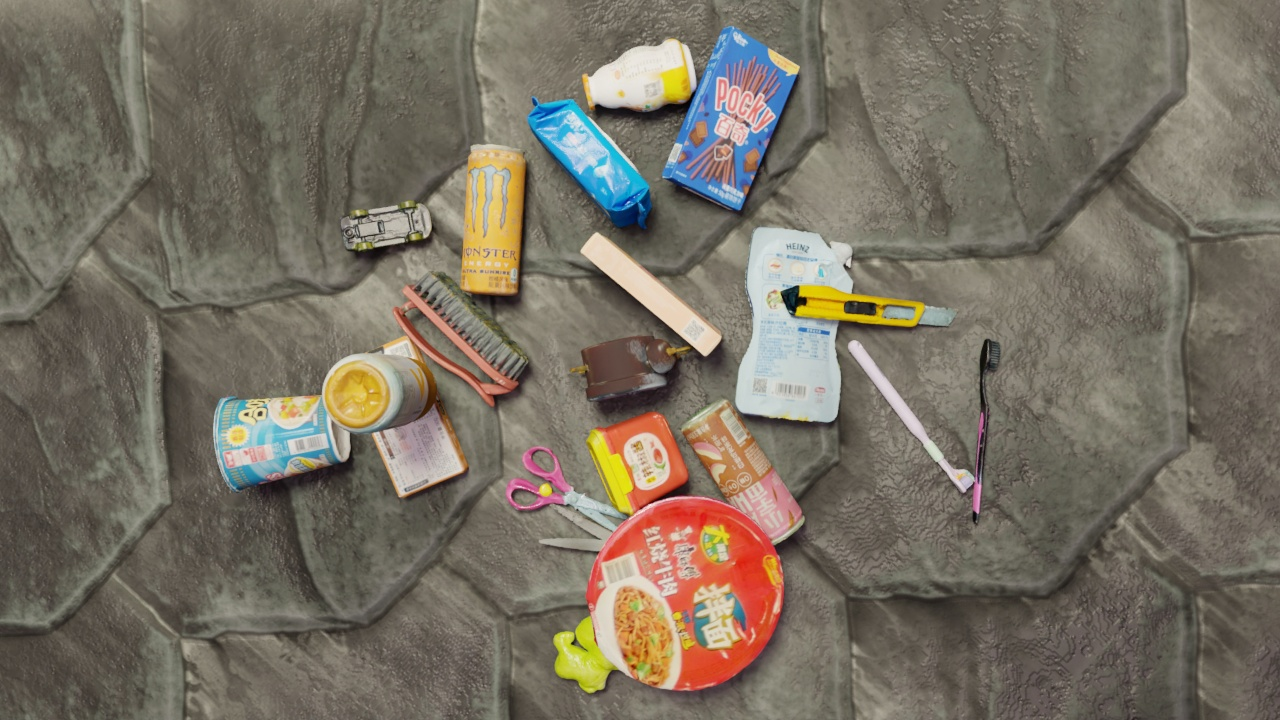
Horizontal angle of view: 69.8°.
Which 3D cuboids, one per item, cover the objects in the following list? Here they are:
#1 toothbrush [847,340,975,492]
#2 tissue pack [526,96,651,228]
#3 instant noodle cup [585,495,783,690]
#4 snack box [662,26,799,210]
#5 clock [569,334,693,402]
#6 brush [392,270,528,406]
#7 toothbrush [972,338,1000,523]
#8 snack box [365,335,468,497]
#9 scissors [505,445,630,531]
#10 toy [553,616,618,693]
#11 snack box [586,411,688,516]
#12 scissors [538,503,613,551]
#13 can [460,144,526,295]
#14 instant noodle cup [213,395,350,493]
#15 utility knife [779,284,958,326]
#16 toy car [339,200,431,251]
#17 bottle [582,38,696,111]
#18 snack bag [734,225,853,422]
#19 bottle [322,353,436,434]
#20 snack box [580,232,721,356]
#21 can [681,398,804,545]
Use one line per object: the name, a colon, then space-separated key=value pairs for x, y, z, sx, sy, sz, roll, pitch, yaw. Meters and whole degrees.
toothbrush: x=0.273 y=0.055 z=0.932 sx=0.189 sy=0.029 sz=0.021 roll=51 pitch=131 yaw=1
tissue pack: x=-0.046 y=-0.195 z=0.898 sx=0.052 sy=0.095 sz=0.157 roll=-43 pitch=88 yaw=2
instant noodle cup: x=0.040 y=0.222 z=0.909 sx=0.193 sy=0.066 sz=0.194 roll=-1 pitch=96 yaw=-8
snack box: x=0.090 y=-0.237 z=0.907 sx=0.084 sy=0.026 sz=0.157 roll=21 pitch=94 yaw=-25
clock: x=-0.005 y=0.005 z=0.911 sx=0.122 sy=0.082 sz=0.055 roll=-13 pitch=86 yaw=5
brush: x=-0.181 y=-0.021 z=0.928 sx=0.146 sy=0.063 sz=0.069 roll=44 pitch=97 yaw=-2
toothbrush: x=0.350 y=0.072 z=0.933 sx=0.017 sy=0.014 sz=0.189 roll=2 pitch=93 yaw=-10
snack box: x=-0.242 y=0.058 z=0.951 sx=0.075 sy=0.026 sz=0.153 roll=-23 pitch=92 yaw=3
scissors: x=-0.068 y=0.134 z=0.954 sx=0.137 sy=0.017 sz=0.077 roll=17 pitch=86 yaw=-3
toy: x=-0.040 y=0.297 z=0.950 sx=0.097 sy=0.031 sz=0.100 roll=28 pitch=94 yaw=3
snack box: x=-0.002 y=0.100 z=0.920 sx=0.080 sy=0.082 sz=0.091 roll=-24 pitch=92 yaw=-10
scissors: x=-0.010 y=0.193 z=0.950 sx=0.170 sy=0.014 sz=0.159 roll=-29 pitch=93 yaw=2
can: x=-0.147 y=-0.139 z=0.922 sx=0.058 sy=0.058 sz=0.146 roll=4 pitch=93 yaw=2
instant noodle cup: x=-0.357 y=0.076 z=0.927 sx=0.110 sy=0.099 sz=0.099 roll=-8 pitch=92 yaw=-4
utility knife: x=0.230 y=-0.053 z=0.911 sx=0.193 sy=0.015 sz=0.033 roll=5 pitch=95 yaw=-12
toy car: x=-0.259 y=-0.136 z=0.938 sx=0.090 sy=0.035 sz=0.042 roll=-11 pitch=93 yaw=-3
bottle: x=-0.002 y=-0.277 z=0.907 sx=0.108 sy=0.063 sz=0.063 roll=-12 pitch=92 yaw=2
snack bag: x=0.156 y=-0.036 z=0.924 sx=0.110 sy=0.039 sz=0.191 roll=5 pitch=91 yaw=1
bottle: x=-0.229 y=0.028 z=0.840 sx=0.068 sy=0.189 sz=0.068 roll=0 pitch=90 yaw=1
snack box: x=0.013 y=-0.066 z=0.905 sx=0.157 sy=0.084 sz=0.026 roll=40 pitch=96 yaw=0
can: x=0.103 y=0.113 z=0.922 sx=0.058 sy=0.058 sz=0.147 roll=-34 pitch=91 yaw=3
